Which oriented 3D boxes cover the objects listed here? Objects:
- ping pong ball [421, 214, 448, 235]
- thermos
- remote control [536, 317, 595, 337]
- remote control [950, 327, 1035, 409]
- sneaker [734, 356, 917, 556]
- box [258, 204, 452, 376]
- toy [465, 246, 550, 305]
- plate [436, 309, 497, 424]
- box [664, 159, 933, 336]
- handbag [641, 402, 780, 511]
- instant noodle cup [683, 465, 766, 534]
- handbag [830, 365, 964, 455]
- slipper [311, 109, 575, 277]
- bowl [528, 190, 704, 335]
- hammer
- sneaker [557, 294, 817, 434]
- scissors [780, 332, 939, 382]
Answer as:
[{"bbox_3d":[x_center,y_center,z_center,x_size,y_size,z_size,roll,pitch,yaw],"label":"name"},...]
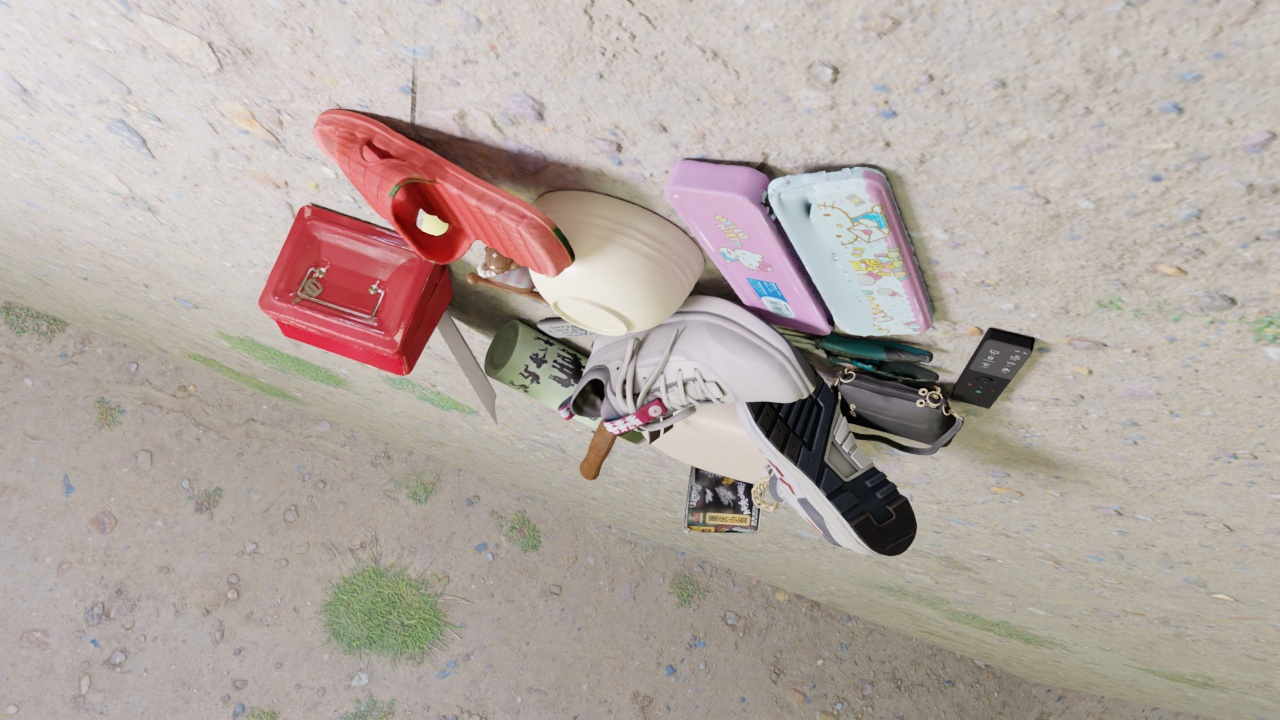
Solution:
[{"bbox_3d":[-0.174,-0.117,0.817,0.040,0.040,0.040,18,164,5],"label":"ping pong ball"},{"bbox_3d":[-0.079,0.036,1.135,0.231,0.082,0.082,29,161,-32],"label":"thermos"},{"bbox_3d":[-0.062,-0.037,0.998,0.033,0.013,0.137,32,160,-37],"label":"remote control"},{"bbox_3d":[0.286,0.010,0.752,0.034,0.013,0.150,15,164,13],"label":"remote control"},{"bbox_3d":[0.154,0.096,0.892,0.239,0.088,0.124,53,159,7],"label":"sneaker"},{"bbox_3d":[-0.293,-0.068,0.961,0.157,0.133,0.110,20,161,3],"label":"box"},{"bbox_3d":[-0.110,-0.079,0.864,0.101,0.041,0.055,15,127,-18],"label":"toy"},{"bbox_3d":[-0.210,-0.009,1.086,0.188,0.016,0.189,58,172,12],"label":"plate"},{"bbox_3d":[0.120,-0.073,0.651,0.151,0.034,0.214,6,159,29],"label":"box"},{"bbox_3d":[0.107,0.084,1.047,0.211,0.103,0.209,15,160,9],"label":"handbag"},{"bbox_3d":[0.129,0.198,1.365,0.112,0.137,0.137,8,163,7],"label":"instant noodle cup"},{"bbox_3d":[0.235,0.044,0.851,0.129,0.054,0.079,15,159,31],"label":"handbag"},{"bbox_3d":[-0.162,-0.115,0.702,0.249,0.059,0.103,28,163,22],"label":"slipper"},{"bbox_3d":[-0.030,-0.068,0.752,0.151,0.075,0.151,18,164,5],"label":"bowl"},{"bbox_3d":[-0.034,0.078,1.060,0.115,0.033,0.324,51,155,13],"label":"hammer"},{"bbox_3d":[0.030,0.016,0.802,0.264,0.128,0.097,9,149,48],"label":"sneaker"},{"bbox_3d":[0.193,-0.004,0.804,0.148,0.019,0.124,24,164,-9],"label":"scissors"}]
